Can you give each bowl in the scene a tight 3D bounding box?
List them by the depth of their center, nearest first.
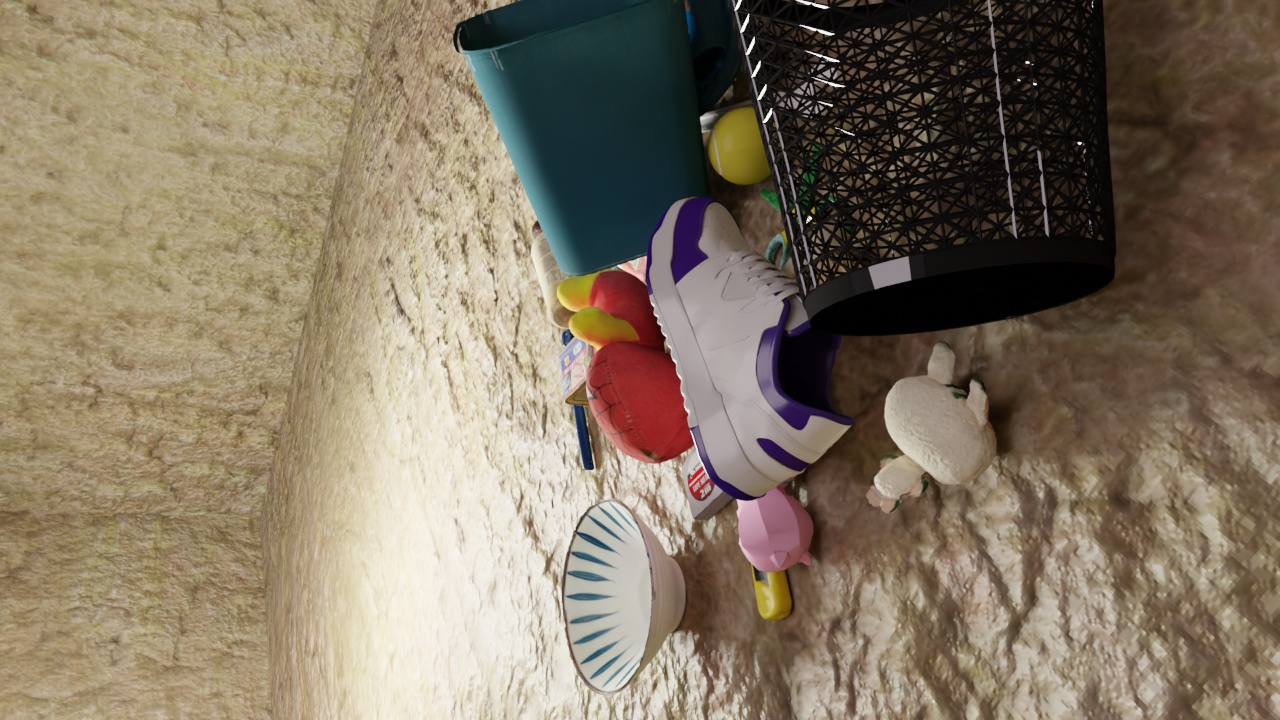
[{"bbox_3d":[-0.006,0.221,0.865,0.178,0.070,0.177,-24,62,57],"label":"bowl"}]

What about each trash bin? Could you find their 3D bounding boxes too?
[{"bbox_3d":[0.164,-0.151,0.531,0.217,0.216,0.243,-21,71,58],"label":"trash bin"},{"bbox_3d":[-0.038,-0.216,0.834,0.196,0.199,0.219,-109,1,-60],"label":"trash bin"}]

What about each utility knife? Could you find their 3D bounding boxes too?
[{"bbox_3d":[0.095,0.114,0.768,0.029,0.020,0.202,-42,47,47],"label":"utility knife"}]

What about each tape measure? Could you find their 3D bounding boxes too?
[{"bbox_3d":[0.064,0.104,0.821,0.060,0.020,0.062,-52,40,42],"label":"tape measure"}]

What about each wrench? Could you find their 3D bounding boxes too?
[{"bbox_3d":[0.095,-0.232,0.859,0.274,0.009,0.047,9,91,61],"label":"wrench"}]

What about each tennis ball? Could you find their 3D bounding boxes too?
[{"bbox_3d":[0.091,-0.186,0.796,0.065,0.065,0.065,-23,63,57],"label":"tennis ball"}]

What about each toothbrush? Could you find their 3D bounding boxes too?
[{"bbox_3d":[-0.073,0.042,1.085,0.017,0.016,0.189,-42,48,41],"label":"toothbrush"}]

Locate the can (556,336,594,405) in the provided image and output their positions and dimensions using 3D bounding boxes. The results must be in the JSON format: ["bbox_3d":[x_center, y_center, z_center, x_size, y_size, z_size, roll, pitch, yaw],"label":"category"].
[{"bbox_3d":[-0.051,0.006,1.017,0.100,0.053,0.059,-42,50,50],"label":"can"}]

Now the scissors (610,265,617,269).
[{"bbox_3d":[-0.026,-0.110,1.045,0.127,0.014,0.134,-121,43,-54],"label":"scissors"}]

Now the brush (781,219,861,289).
[{"bbox_3d":[0.086,-0.065,0.775,0.273,0.062,0.077,0,89,60],"label":"brush"}]

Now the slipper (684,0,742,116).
[{"bbox_3d":[0.051,-0.329,0.911,0.104,0.059,0.213,-43,44,50],"label":"slipper"}]

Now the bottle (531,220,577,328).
[{"bbox_3d":[-0.100,-0.113,1.130,0.057,0.056,0.162,-58,37,36],"label":"bottle"}]

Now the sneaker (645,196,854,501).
[{"bbox_3d":[0.081,-0.032,0.647,0.111,0.091,0.244,-31,59,34],"label":"sneaker"}]

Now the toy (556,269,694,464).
[{"bbox_3d":[-0.005,0.005,0.870,0.099,0.147,0.216,-38,43,17],"label":"toy"}]

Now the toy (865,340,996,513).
[{"bbox_3d":[0.187,0.046,0.586,0.087,0.050,0.112,49,128,54],"label":"toy"}]

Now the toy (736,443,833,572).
[{"bbox_3d":[0.103,0.079,0.712,0.124,0.067,0.157,-49,48,42],"label":"toy"}]

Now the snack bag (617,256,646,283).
[{"bbox_3d":[0.017,-0.117,0.942,0.116,0.036,0.077,38,116,58],"label":"snack bag"}]

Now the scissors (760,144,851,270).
[{"bbox_3d":[0.132,-0.117,0.764,0.125,0.011,0.132,48,125,53],"label":"scissors"}]
